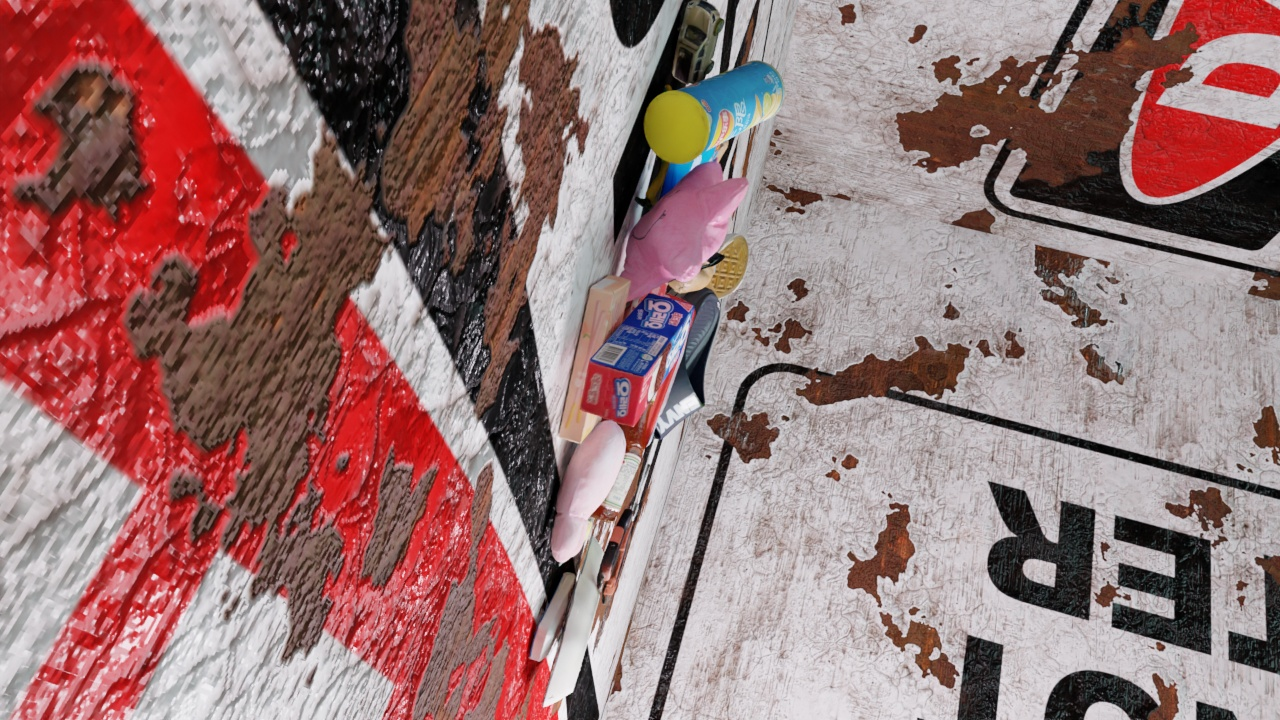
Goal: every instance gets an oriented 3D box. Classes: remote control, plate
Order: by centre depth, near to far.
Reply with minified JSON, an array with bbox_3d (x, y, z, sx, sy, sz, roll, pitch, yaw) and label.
[{"bbox_3d":[-0.104,0.309,1.109,0.124,0.024,0.049,-62,169,-68],"label":"remote control"},{"bbox_3d":[-0.079,0.335,1.187,0.265,0.034,0.162,-73,180,-78],"label":"plate"}]

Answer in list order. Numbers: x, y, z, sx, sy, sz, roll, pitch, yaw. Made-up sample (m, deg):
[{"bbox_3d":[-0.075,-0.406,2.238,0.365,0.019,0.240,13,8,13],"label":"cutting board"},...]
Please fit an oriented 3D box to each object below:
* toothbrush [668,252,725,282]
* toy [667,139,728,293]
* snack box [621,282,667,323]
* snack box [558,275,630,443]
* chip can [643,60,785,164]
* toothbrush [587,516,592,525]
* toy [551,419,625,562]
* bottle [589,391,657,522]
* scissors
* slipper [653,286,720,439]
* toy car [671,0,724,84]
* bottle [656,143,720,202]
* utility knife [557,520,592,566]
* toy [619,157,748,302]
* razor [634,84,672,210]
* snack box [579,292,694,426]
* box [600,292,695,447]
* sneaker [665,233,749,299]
[{"bbox_3d":[0.047,-0.111,1.169,0.188,0.017,0.014,-26,157,-42],"label":"toothbrush"},{"bbox_3d":[0.077,-0.203,1.247,0.143,0.082,0.226,-88,-175,-63],"label":"toy"},{"bbox_3d":[0.001,-0.059,1.064,0.075,0.025,0.152,155,-47,-69],"label":"snack box"},{"bbox_3d":[-0.045,-0.003,0.919,0.084,0.026,0.157,-51,154,-72],"label":"snack box"},{"bbox_3d":[0.084,-0.269,0.978,0.209,0.071,0.071,-40,147,-50],"label":"chip can"},{"bbox_3d":[-0.055,0.157,1.212,0.020,0.029,0.189,57,26,-19],"label":"toothbrush"},{"bbox_3d":[-0.059,0.139,0.995,0.121,0.054,0.159,43,67,-81],"label":"toy"},{"bbox_3d":[-0.019,0.088,1.090,0.060,0.060,0.206,58,55,-80],"label":"bottle"},{"bbox_3d":[-0.018,0.200,1.128,0.189,0.015,0.225,15,91,-83],"label":"scissors"},{"bbox_3d":[0.054,0.019,1.282,0.267,0.083,0.110,-60,146,-12],"label":"slipper"},{"bbox_3d":[0.058,-0.336,0.969,0.035,0.042,0.091,-45,161,-36],"label":"toy car"},{"bbox_3d":[0.052,-0.198,1.120,0.219,0.065,0.065,99,9,-45],"label":"bottle"},{"bbox_3d":[-0.078,0.228,1.168,0.178,0.019,0.031,-2,111,-76],"label":"utility knife"},{"bbox_3d":[0.039,-0.139,0.961,0.195,0.074,0.178,-12,-135,61],"label":"toy"},{"bbox_3d":[0.021,-0.228,0.984,0.043,0.028,0.132,-22,125,-77],"label":"razor"},{"bbox_3d":[0.002,-0.008,0.913,0.207,0.057,0.058,-54,158,-63],"label":"snack box"},{"bbox_3d":[-0.007,0.007,1.169,0.094,0.100,0.201,16,95,-40],"label":"box"},{"bbox_3d":[0.076,-0.118,1.393,0.240,0.088,0.118,-47,134,-32],"label":"sneaker"}]
